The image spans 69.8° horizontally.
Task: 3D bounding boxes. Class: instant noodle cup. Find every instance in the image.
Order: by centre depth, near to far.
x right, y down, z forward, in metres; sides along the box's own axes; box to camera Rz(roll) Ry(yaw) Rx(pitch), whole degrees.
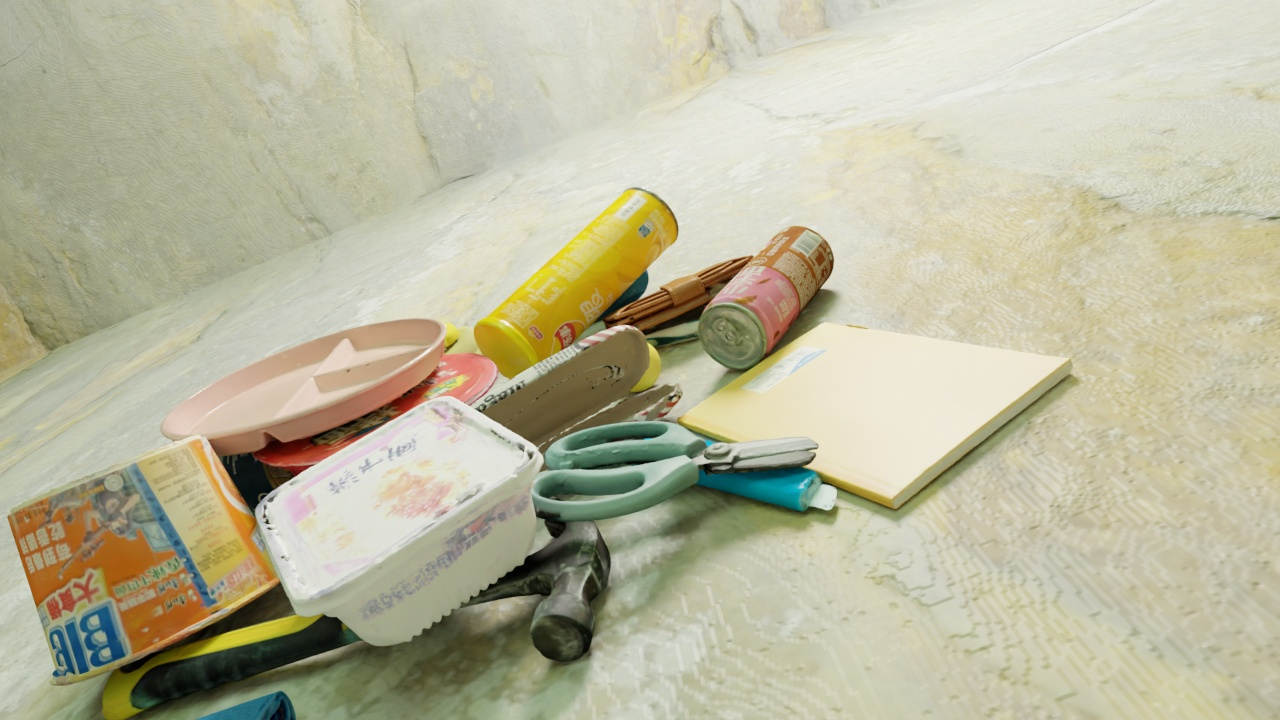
[{"bbox_3d":[-0.130,0.089,0.510,0.137,0.060,0.174,-32,21,-21],"label":"instant noodle cup"},{"bbox_3d":[-0.324,0.122,0.599,0.151,0.111,0.151,-23,4,1],"label":"instant noodle cup"},{"bbox_3d":[-0.197,0.059,0.721,0.194,0.066,0.193,-14,20,5],"label":"instant noodle cup"}]

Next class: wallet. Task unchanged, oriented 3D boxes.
[{"bbox_3d":[-0.245,0.215,0.442,0.133,0.040,0.106,-21,12,6],"label":"wallet"},{"bbox_3d":[0.033,-0.055,0.806,0.131,0.031,0.108,-25,4,-5],"label":"wallet"}]

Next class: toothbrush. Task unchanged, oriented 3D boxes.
[{"bbox_3d":[-0.014,-0.008,0.789,0.192,0.016,0.018,-14,32,23],"label":"toothbrush"}]

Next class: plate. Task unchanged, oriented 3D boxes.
[{"bbox_3d":[-0.264,0.019,0.741,0.229,0.028,0.229,-14,19,5],"label":"plate"}]

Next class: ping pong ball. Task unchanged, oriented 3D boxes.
[{"bbox_3d":[-0.004,0.004,0.709,0.040,0.040,0.040,-20,21,8],"label":"ping pong ball"}]

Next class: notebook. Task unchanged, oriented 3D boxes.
[{"bbox_3d":[0.132,0.022,0.567,0.145,0.010,0.206,-32,22,-22],"label":"notebook"}]

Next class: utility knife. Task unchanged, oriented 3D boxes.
[{"bbox_3d":[0.052,0.065,0.534,0.034,0.018,0.160,-35,25,-30],"label":"utility knife"}]

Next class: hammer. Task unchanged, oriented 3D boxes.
[{"bbox_3d":[-0.168,0.152,0.530,0.324,0.032,0.126,-18,21,14],"label":"hammer"}]

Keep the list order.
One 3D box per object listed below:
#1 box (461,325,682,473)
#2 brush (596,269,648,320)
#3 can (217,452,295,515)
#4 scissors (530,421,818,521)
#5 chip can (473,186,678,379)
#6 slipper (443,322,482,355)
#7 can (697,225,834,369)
[{"bbox_3d":[-0.057,0.033,0.629,0.162,0.087,0.076,-32,7,-15],"label":"box"},{"bbox_3d":[-0.058,-0.060,0.904,0.144,0.055,0.073,-24,23,-3],"label":"brush"},{"bbox_3d":[-0.332,0.094,0.779,0.111,0.075,0.075,-15,22,21],"label":"can"},{"bbox_3d":[0.019,0.052,0.544,0.185,0.019,0.129,-12,19,-1],"label":"scissors"},{"bbox_3d":[-0.054,-0.072,0.828,0.072,0.072,0.212,3,42,49],"label":"chip can"},{"bbox_3d":[-0.227,0.015,0.864,0.190,0.081,0.091,-30,24,-12],"label":"slipper"},{"bbox_3d":[0.101,-0.052,0.714,0.058,0.058,0.146,-6,26,37],"label":"can"}]
